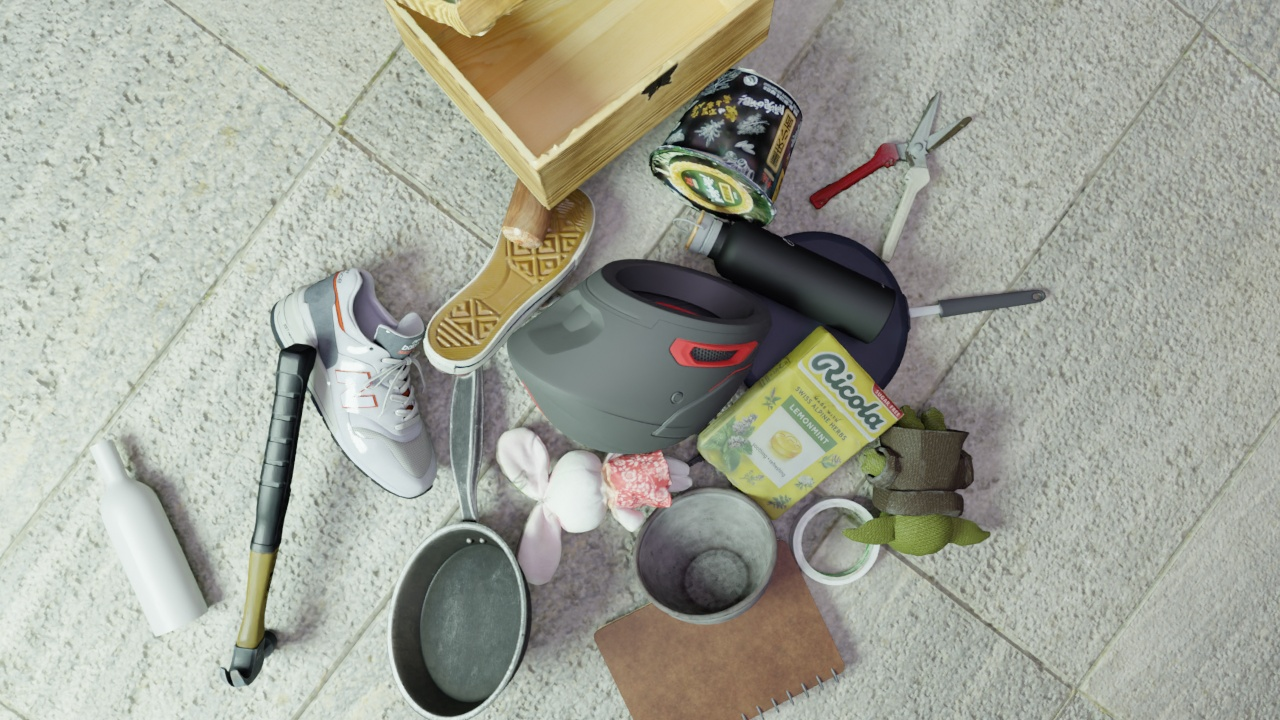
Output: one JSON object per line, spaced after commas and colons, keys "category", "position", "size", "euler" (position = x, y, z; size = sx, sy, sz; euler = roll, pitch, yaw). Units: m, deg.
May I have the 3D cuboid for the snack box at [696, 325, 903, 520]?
{"category": "snack box", "position": [0.158, 0.069, 0.934], "size": [0.181, 0.045, 0.121], "euler": [-42, 102, 9]}

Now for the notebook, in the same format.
{"category": "notebook", "position": [0.085, 0.310, 0.971], "size": [0.225, 0.024, 0.167], "euler": [-26, 92, -3]}

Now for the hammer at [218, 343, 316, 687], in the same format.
{"category": "hammer", "position": [-0.348, 0.149, 0.862], "size": [0.025, 0.118, 0.333], "euler": [11, 99, -6]}

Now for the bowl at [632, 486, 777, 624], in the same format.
{"category": "bowl", "position": [0.071, 0.207, 0.928], "size": [0.145, 0.067, 0.144], "euler": [-10, 49, 11]}

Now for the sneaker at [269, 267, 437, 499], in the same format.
{"category": "sneaker", "position": [-0.251, 0.012, 0.885], "size": [0.124, 0.088, 0.240], "euler": [-36, 91, 28]}

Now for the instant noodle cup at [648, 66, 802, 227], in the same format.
{"category": "instant noodle cup", "position": [0.092, -0.214, 0.914], "size": [0.137, 0.137, 0.112], "euler": [28, 78, -5]}

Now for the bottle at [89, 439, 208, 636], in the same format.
{"category": "bottle", "position": [-0.493, 0.171, 0.908], "size": [0.052, 0.052, 0.195], "euler": [-23, 93, -4]}

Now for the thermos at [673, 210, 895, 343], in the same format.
{"category": "thermos", "position": [0.138, -0.092, 0.923], "size": [0.231, 0.061, 0.061], "euler": [25, 89, -3]}

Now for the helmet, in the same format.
{"category": "helmet", "position": [-0.005, 0.005, 0.881], "size": [0.264, 0.164, 0.170], "euler": [3, 118, -36]}

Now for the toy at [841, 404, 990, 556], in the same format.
{"category": "toy", "position": [0.289, 0.126, 0.956], "size": [0.179, 0.078, 0.152], "euler": [5, 90, -20]}

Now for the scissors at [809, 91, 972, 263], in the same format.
{"category": "scissors", "position": [0.270, -0.193, 0.975], "size": [0.195, 0.015, 0.179], "euler": [-8, 81, 0]}

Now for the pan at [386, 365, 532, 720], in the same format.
{"category": "pan", "position": [-0.173, 0.171, 0.914], "size": [0.188, 0.055, 0.356], "euler": [-8, 70, 35]}

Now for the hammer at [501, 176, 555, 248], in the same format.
{"category": "hammer", "position": [-0.062, -0.245, 0.906], "size": [0.158, 0.037, 0.300], "euler": [21, 75, -5]}

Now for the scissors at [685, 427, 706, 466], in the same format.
{"category": "scissors", "position": [0.121, 0.078, 0.975], "size": [0.157, 0.012, 0.168], "euler": [36, 88, -4]}

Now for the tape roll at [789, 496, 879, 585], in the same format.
{"category": "tape roll", "position": [0.208, 0.192, 0.981], "size": [0.094, 0.018, 0.094], "euler": [0, 91, -5]}

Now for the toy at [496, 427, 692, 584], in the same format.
{"category": "toy", "position": [-0.044, 0.129, 0.928], "size": [0.194, 0.084, 0.159], "euler": [-13, 80, -6]}

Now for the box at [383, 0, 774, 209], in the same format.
{"category": "box", "position": [-0.070, -0.350, 0.774], "size": [0.279, 0.264, 0.269], "euler": [-40, 77, -5]}

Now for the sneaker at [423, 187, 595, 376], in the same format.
{"category": "sneaker", "position": [-0.126, -0.074, 0.918], "size": [0.118, 0.088, 0.240], "euler": [33, 67, 7]}

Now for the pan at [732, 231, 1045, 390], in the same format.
{"category": "pan", "position": [0.264, -0.048, 0.975], "size": [0.356, 0.021, 0.198], "euler": [-7, 88, -6]}
